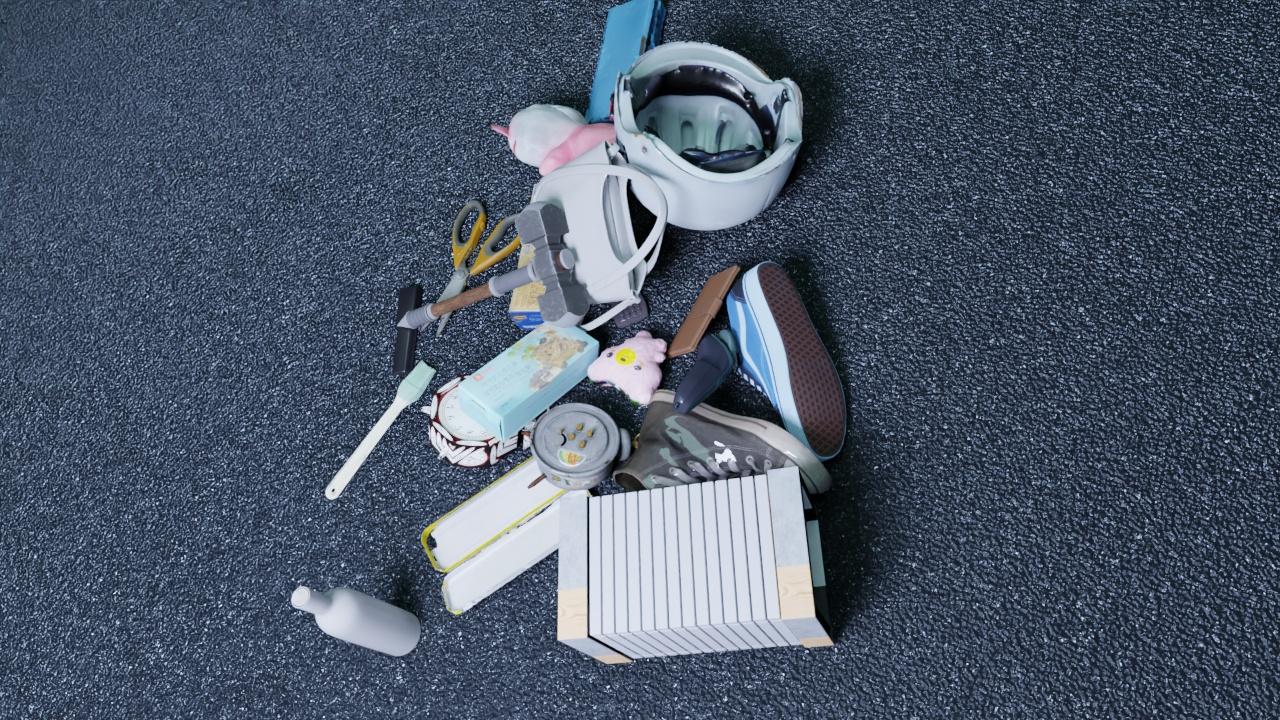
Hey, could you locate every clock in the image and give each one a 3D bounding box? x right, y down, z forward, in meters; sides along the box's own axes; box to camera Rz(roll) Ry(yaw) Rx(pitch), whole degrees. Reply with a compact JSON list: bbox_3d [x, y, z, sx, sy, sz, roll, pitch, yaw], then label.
[{"bbox_3d":[-0.063,0.100,1.075,0.148,0.056,0.103,-5,51,-8],"label":"clock"},{"bbox_3d":[-0.187,0.075,1.143,0.154,0.065,0.114,-14,55,-21],"label":"clock"}]

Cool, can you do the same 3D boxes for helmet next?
[{"bbox_3d":[0.076,-0.274,1.167,0.236,0.164,0.263,-3,53,-13],"label":"helmet"}]

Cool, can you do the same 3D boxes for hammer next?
[{"bbox_3d":[-0.211,-0.085,1.180,0.323,0.043,0.156,-16,90,36],"label":"hammer"}]

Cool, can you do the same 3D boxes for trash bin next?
[{"bbox_3d":[0.056,0.215,0.937,0.247,0.142,0.142,-10,61,15],"label":"trash bin"}]

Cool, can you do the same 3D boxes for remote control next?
[{"bbox_3d":[-0.328,-0.042,1.281,0.032,0.015,0.136,-8,62,15],"label":"remote control"},{"bbox_3d":[-0.025,-0.099,1.206,0.046,0.009,0.124,-23,59,8],"label":"remote control"}]

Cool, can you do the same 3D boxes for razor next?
[{"bbox_3d":[0.071,0.014,1.027,0.052,0.047,0.142,31,40,12],"label":"razor"}]

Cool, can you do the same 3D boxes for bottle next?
[{"bbox_3d":[-0.312,0.281,1.004,0.052,0.195,0.052,-8,62,15],"label":"bottle"}]

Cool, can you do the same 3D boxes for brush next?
[{"bbox_3d":[-0.348,0.093,1.222,0.033,0.012,0.217,30,78,30],"label":"brush"}]

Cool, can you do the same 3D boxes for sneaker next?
[{"bbox_3d":[0.087,0.121,0.999,0.235,0.095,0.119,19,67,26],"label":"sneaker"},{"bbox_3d":[0.160,0.011,1.062,0.099,0.083,0.241,-41,59,50],"label":"sneaker"}]

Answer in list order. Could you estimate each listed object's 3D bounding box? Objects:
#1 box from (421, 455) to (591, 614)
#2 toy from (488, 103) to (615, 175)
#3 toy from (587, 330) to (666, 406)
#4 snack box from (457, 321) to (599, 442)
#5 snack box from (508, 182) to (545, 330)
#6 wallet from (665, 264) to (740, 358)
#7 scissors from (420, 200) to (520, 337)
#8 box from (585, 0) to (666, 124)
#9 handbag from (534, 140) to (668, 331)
[{"bbox_3d":[-0.156,0.198,1.086,0.209,0.039,0.129,-34,51,-1],"label":"box"},{"bbox_3d":[-0.095,-0.301,1.273,0.213,0.084,0.141,25,36,32],"label":"toy"},{"bbox_3d":[-0.007,0.007,1.121,0.102,0.050,0.093,29,76,35],"label":"toy"},{"bbox_3d":[-0.134,0.019,1.119,0.075,0.053,0.174,34,52,24],"label":"snack box"},{"bbox_3d":[-0.127,-0.142,1.238,0.056,0.057,0.206,0,64,16],"label":"snack box"},{"bbox_3d":[0.075,-0.058,1.116,0.013,0.087,0.120,33,75,-13],"label":"wallet"},{"bbox_3d":[-0.233,-0.131,1.293,0.162,0.016,0.225,4,66,22],"label":"scissors"},{"bbox_3d":[-0.023,-0.443,1.359,0.093,0.048,0.231,0,64,21],"label":"box"},{"bbox_3d":[-0.032,-0.153,1.112,0.223,0.095,0.216,-8,93,52],"label":"handbag"}]
